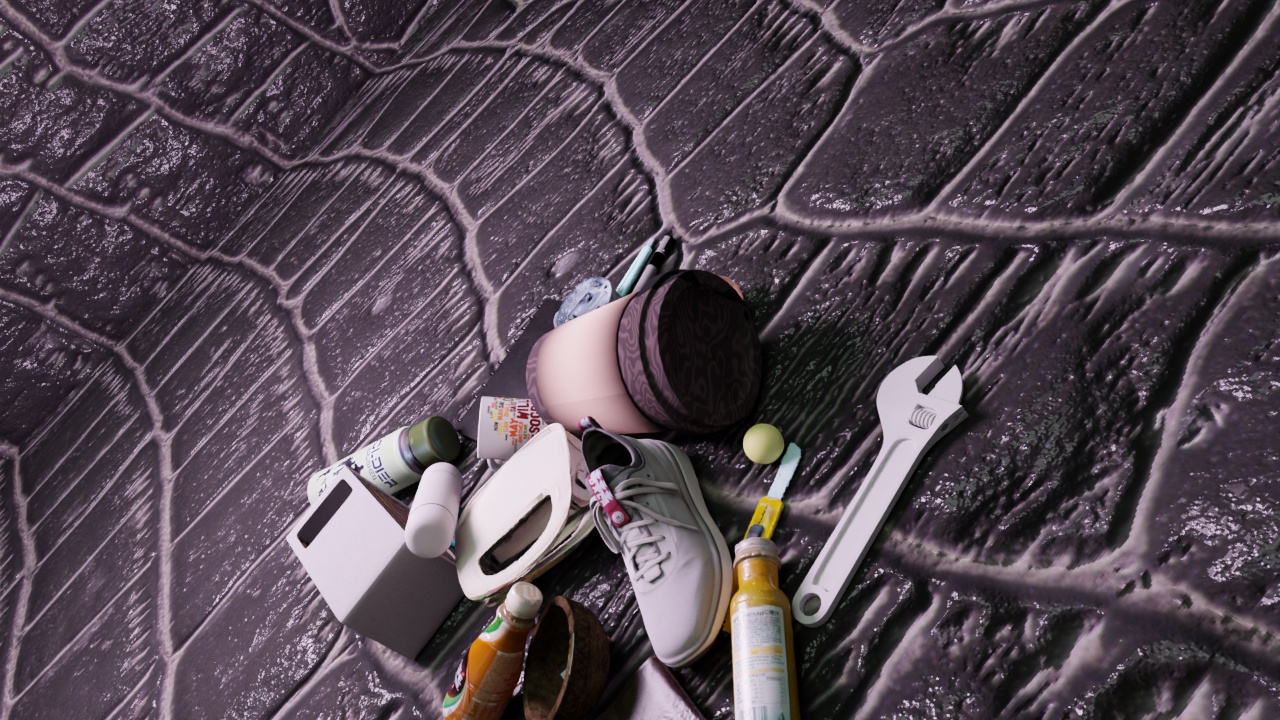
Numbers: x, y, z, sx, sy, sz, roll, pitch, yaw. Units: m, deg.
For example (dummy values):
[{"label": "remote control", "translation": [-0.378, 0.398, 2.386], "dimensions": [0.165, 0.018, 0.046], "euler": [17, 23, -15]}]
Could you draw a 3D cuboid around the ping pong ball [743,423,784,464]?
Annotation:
[{"label": "ping pong ball", "translation": [0.121, 0.082, 0.906], "dimensions": [0.040, 0.040, 0.040], "euler": [-26, 41, 24]}]

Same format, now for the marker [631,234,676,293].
[{"label": "marker", "translation": [0.008, -0.108, 1.215], "dimensions": [0.016, 0.016, 0.140], "euler": [6, 60, 46]}]

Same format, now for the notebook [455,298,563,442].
[{"label": "notebook", "translation": [-0.144, 0.019, 1.239], "dimensions": [0.169, 0.019, 0.231], "euler": [15, 66, 48]}]

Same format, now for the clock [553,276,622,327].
[{"label": "clock", "translation": [-0.067, -0.064, 1.186], "dimensions": [0.090, 0.052, 0.129], "euler": [-51, 38, -5]}]

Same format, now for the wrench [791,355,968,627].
[{"label": "wrench", "translation": [0.206, 0.112, 0.819], "dimensions": [0.087, 0.018, 0.273], "euler": [20, 72, 51]}]

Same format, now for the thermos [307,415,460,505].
[{"label": "thermos", "translation": [-0.351, 0.150, 1.266], "dimensions": [0.232, 0.082, 0.082], "euler": [-26, 40, 23]}]

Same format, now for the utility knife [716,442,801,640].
[{"label": "utility knife", "translation": [0.109, 0.167, 0.863], "dimensions": [0.030, 0.018, 0.206], "euler": [10, 59, 38]}]

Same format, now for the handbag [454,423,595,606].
[{"label": "handbag", "translation": [-0.108, 0.178, 0.976], "dimensions": [0.201, 0.093, 0.199], "euler": [-43, 21, 14]}]

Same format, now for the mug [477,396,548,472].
[{"label": "mug", "translation": [-0.149, 0.096, 1.107], "dimensions": [0.089, 0.105, 0.073], "euler": [4, 31, -7]}]

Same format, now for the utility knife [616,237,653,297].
[{"label": "utility knife", "translation": [-0.008, -0.121, 1.246], "dimensions": [0.022, 0.015, 0.119], "euler": [2, 54, 46]}]

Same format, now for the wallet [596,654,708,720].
[{"label": "wallet", "translation": [0.002, 0.331, 0.796], "dimensions": [0.120, 0.031, 0.099], "euler": [-49, 34, 0]}]

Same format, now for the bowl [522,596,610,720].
[{"label": "bowl", "translation": [-0.062, 0.288, 0.862], "dimensions": [0.122, 0.056, 0.121], "euler": [-50, 31, 45]}]

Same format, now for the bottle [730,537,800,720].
[{"label": "bottle", "translation": [0.102, 0.237, 0.767], "dimensions": [0.053, 0.053, 0.185], "euler": [-24, 41, 26]}]

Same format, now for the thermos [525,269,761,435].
[{"label": "thermos", "translation": [-0.006, 0.006, 1.005], "dimensions": [0.227, 0.172, 0.172], "euler": [-14, 46, 44]}]

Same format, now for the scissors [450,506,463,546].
[{"label": "scissors", "translation": [-0.214, 0.210, 1.124], "dimensions": [0.132, 0.019, 0.147], "euler": [-25, 40, 26]}]

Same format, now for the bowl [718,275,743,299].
[{"label": "bowl", "translation": [0.078, -0.045, 1.076], "dimensions": [0.114, 0.026, 0.101], "euler": [-27, 55, 27]}]

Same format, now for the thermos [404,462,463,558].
[{"label": "thermos", "translation": [-0.236, 0.170, 1.059], "dimensions": [0.052, 0.052, 0.224], "euler": [-45, 11, 0]}]

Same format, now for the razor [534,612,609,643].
[{"label": "razor", "translation": [-0.086, 0.273, 0.943], "dimensions": [0.144, 0.022, 0.042], "euler": [2, 94, 40]}]

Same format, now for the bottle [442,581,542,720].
[{"label": "bottle", "translation": [-0.140, 0.289, 0.892], "dimensions": [0.167, 0.059, 0.059], "euler": [-64, 32, 20]}]

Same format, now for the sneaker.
[{"label": "sneaker", "translation": [0.004, 0.160, 0.867], "dimensions": [0.097, 0.128, 0.262], "euler": [-41, 38, 23]}]

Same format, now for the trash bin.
[{"label": "trash bin", "translation": [-0.320, 0.239, 1.116], "dimensions": [0.114, 0.114, 0.229], "euler": [-53, 37, -10]}]
